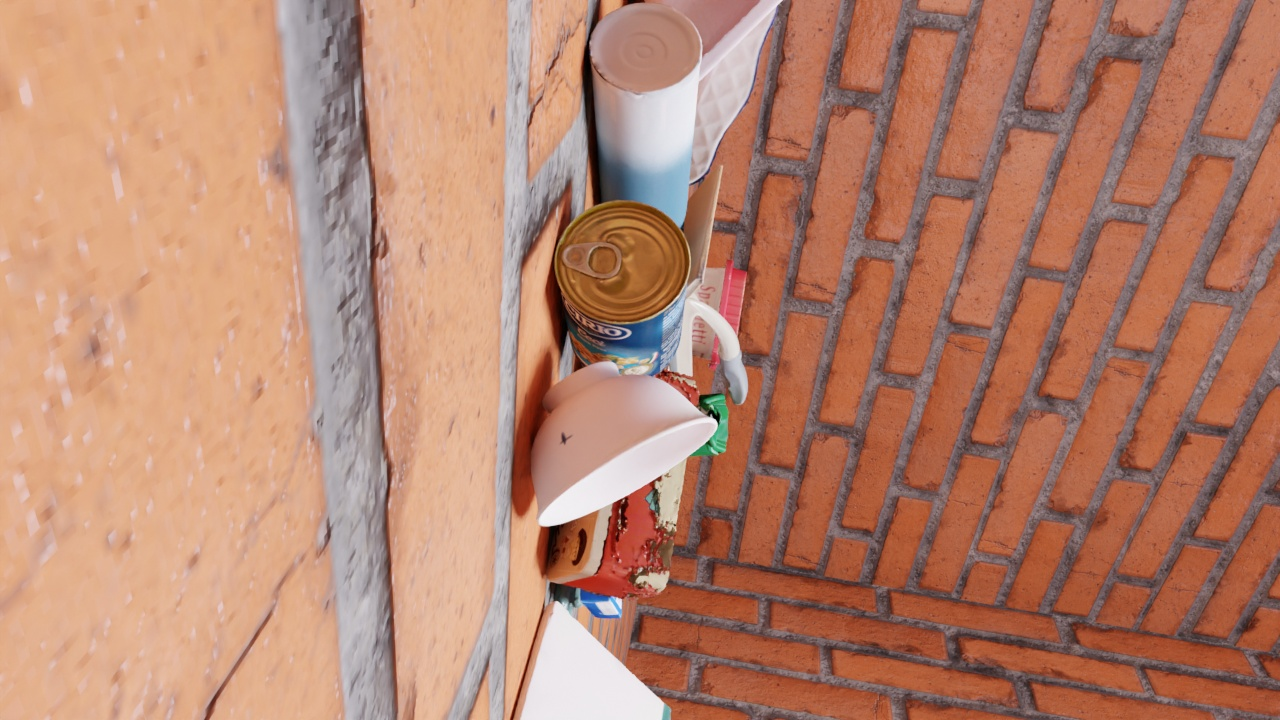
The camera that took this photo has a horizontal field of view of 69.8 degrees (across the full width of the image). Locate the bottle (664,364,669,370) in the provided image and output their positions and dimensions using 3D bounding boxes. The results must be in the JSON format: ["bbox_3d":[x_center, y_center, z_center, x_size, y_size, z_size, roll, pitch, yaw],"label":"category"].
[{"bbox_3d":[-0.005,0.005,0.818,0.108,0.063,0.063,65,34,-83],"label":"bottle"}]

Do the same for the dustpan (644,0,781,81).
[{"bbox_3d":[0.098,-0.285,0.666,0.221,0.274,0.139,-72,145,-52],"label":"dustpan"}]

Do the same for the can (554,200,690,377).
[{"bbox_3d":[-0.010,-0.037,0.556,0.111,0.075,0.075,90,10,-70],"label":"can"}]

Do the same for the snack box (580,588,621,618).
[{"bbox_3d":[-0.031,0.131,0.771,0.085,0.026,0.157,79,10,-66],"label":"snack box"}]

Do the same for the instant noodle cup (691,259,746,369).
[{"bbox_3d":[0.049,-0.056,1.028,0.116,0.124,0.116,57,43,-84],"label":"instant noodle cup"}]

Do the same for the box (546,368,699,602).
[{"bbox_3d":[-0.005,0.089,0.684,0.092,0.079,0.168,-34,-139,58],"label":"box"}]

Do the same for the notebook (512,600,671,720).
[{"bbox_3d":[-0.037,0.294,0.643,0.150,0.012,0.208,48,29,-21],"label":"notebook"}]

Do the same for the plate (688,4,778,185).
[{"bbox_3d":[0.058,-0.262,0.852,0.205,0.045,0.205,-161,-89,-75],"label":"plate"}]

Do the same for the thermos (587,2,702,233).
[{"bbox_3d":[0.002,-0.135,0.608,0.221,0.070,0.070,91,9,-68],"label":"thermos"}]

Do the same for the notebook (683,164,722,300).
[{"bbox_3d":[0.010,-0.064,0.724,0.148,0.008,0.207,-46,-164,31],"label":"notebook"}]

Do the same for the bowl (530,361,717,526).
[{"bbox_3d":[-0.021,0.040,0.537,0.064,0.118,0.118,60,-7,15],"label":"bowl"}]

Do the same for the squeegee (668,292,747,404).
[{"bbox_3d":[0.078,-0.012,0.892,0.246,0.039,0.246,54,30,-57],"label":"squeegee"}]

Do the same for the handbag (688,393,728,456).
[{"bbox_3d":[0.027,0.069,0.966,0.120,0.131,0.068,31,55,-79],"label":"handbag"}]

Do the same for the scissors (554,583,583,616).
[{"bbox_3d":[-0.056,0.175,0.801,0.177,0.019,0.173,53,43,-83],"label":"scissors"}]
